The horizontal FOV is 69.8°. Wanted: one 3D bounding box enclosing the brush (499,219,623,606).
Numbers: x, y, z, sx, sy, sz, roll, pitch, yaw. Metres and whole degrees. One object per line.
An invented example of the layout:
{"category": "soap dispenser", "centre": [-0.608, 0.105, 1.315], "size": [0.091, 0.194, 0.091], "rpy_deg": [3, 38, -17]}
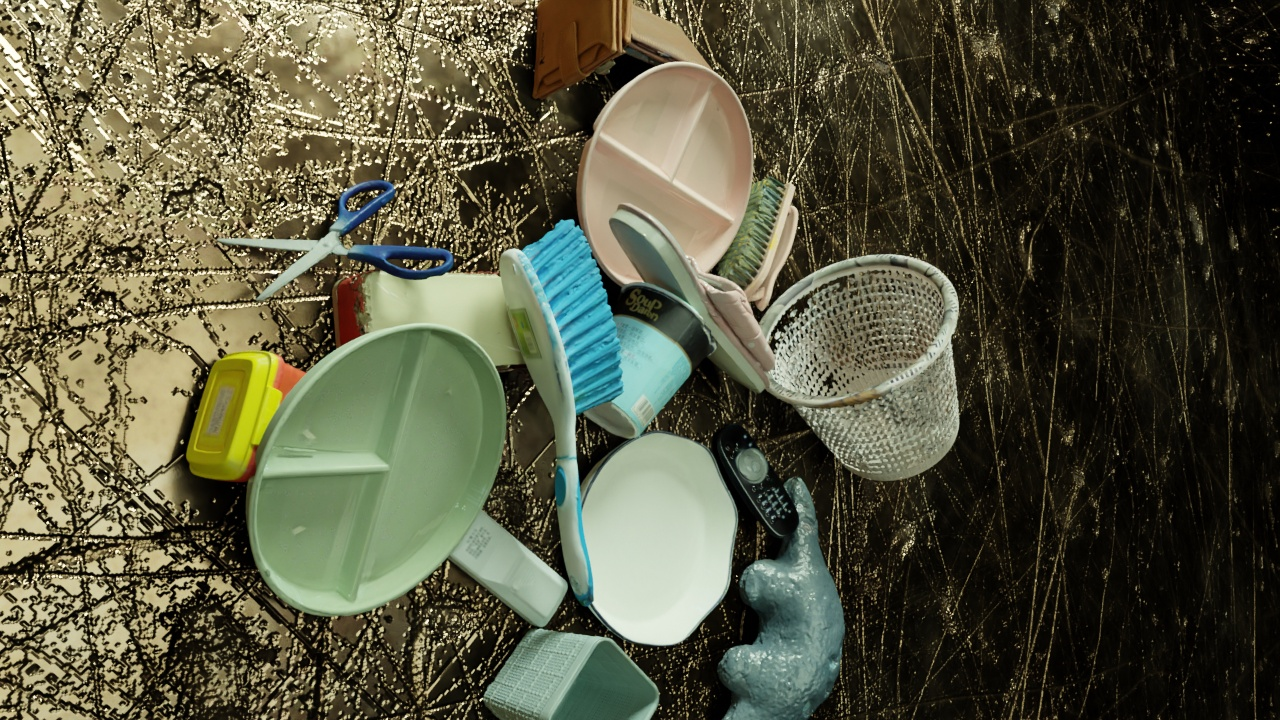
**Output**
{"category": "brush", "centre": [-0.056, 0.047, 0.777], "size": [0.109, 0.061, 0.314], "rpy_deg": [-29, 110, -39]}

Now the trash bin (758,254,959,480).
{"category": "trash bin", "centre": [0.264, 0.024, 1.040], "size": [0.226, 0.228, 0.192], "rpy_deg": [-58, 133, -29]}

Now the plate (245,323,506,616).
{"category": "plate", "centre": [-0.190, 0.079, 0.682], "size": [0.229, 0.027, 0.231], "rpy_deg": [-33, 135, -42]}

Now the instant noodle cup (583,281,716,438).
{"category": "instant noodle cup", "centre": [-0.005, 0.005, 0.873], "size": [0.111, 0.111, 0.120], "rpy_deg": [46, 67, -27]}

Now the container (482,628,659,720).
{"category": "container", "centre": [-0.063, 0.287, 0.778], "size": [0.090, 0.112, 0.090], "rpy_deg": [52, 55, -23]}

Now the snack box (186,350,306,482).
{"category": "snack box", "centre": [-0.266, 0.046, 0.657], "size": [0.080, 0.082, 0.091], "rpy_deg": [27, 68, -50]}

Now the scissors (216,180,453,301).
{"category": "scissors", "centre": [-0.226, -0.091, 0.700], "size": [0.176, 0.012, 0.162], "rpy_deg": [8, 44, -5]}

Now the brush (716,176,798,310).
{"category": "brush", "centre": [0.133, -0.129, 1.020], "size": [0.073, 0.063, 0.145], "rpy_deg": [32, 63, -29]}

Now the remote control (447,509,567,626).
{"category": "remote control", "centre": [-0.115, 0.183, 0.802], "size": [0.125, 0.024, 0.048], "rpy_deg": [46, 61, -26]}

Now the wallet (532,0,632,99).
{"category": "wallet", "centre": [-0.054, -0.305, 0.838], "size": [0.031, 0.132, 0.107], "rpy_deg": [9, 80, -36]}

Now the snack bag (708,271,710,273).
{"category": "snack bag", "centre": [0.091, -0.048, 1.004], "size": [0.104, 0.026, 0.048], "rpy_deg": [47, 66, -27]}

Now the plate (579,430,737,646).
{"category": "plate", "centre": [0.010, 0.171, 0.898], "size": [0.204, 0.046, 0.204], "rpy_deg": [5, 82, -39]}

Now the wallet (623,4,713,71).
{"category": "wallet", "centre": [0.014, -0.321, 0.928], "size": [0.124, 0.032, 0.101], "rpy_deg": [9, 38, -39]}

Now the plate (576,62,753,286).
{"category": "plate", "centre": [0.026, -0.178, 0.913], "size": [0.228, 0.028, 0.230], "rpy_deg": [-19, 120, -37]}

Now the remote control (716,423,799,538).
{"category": "remote control", "centre": [0.125, 0.133, 1.004], "size": [0.053, 0.024, 0.136], "rpy_deg": [-31, 89, -34]}

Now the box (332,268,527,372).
{"category": "box", "centre": [-0.157, -0.032, 0.755], "size": [0.168, 0.077, 0.091], "rpy_deg": [-3, 88, -42]}

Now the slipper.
{"category": "slipper", "centre": [0.061, -0.062, 0.902], "size": [0.054, 0.114, 0.274], "rpy_deg": [-48, 130, -8]}

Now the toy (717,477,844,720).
{"category": "toy", "centre": [0.152, 0.298, 0.987], "size": [0.138, 0.092, 0.355], "rpy_deg": [26, 65, -6]}
